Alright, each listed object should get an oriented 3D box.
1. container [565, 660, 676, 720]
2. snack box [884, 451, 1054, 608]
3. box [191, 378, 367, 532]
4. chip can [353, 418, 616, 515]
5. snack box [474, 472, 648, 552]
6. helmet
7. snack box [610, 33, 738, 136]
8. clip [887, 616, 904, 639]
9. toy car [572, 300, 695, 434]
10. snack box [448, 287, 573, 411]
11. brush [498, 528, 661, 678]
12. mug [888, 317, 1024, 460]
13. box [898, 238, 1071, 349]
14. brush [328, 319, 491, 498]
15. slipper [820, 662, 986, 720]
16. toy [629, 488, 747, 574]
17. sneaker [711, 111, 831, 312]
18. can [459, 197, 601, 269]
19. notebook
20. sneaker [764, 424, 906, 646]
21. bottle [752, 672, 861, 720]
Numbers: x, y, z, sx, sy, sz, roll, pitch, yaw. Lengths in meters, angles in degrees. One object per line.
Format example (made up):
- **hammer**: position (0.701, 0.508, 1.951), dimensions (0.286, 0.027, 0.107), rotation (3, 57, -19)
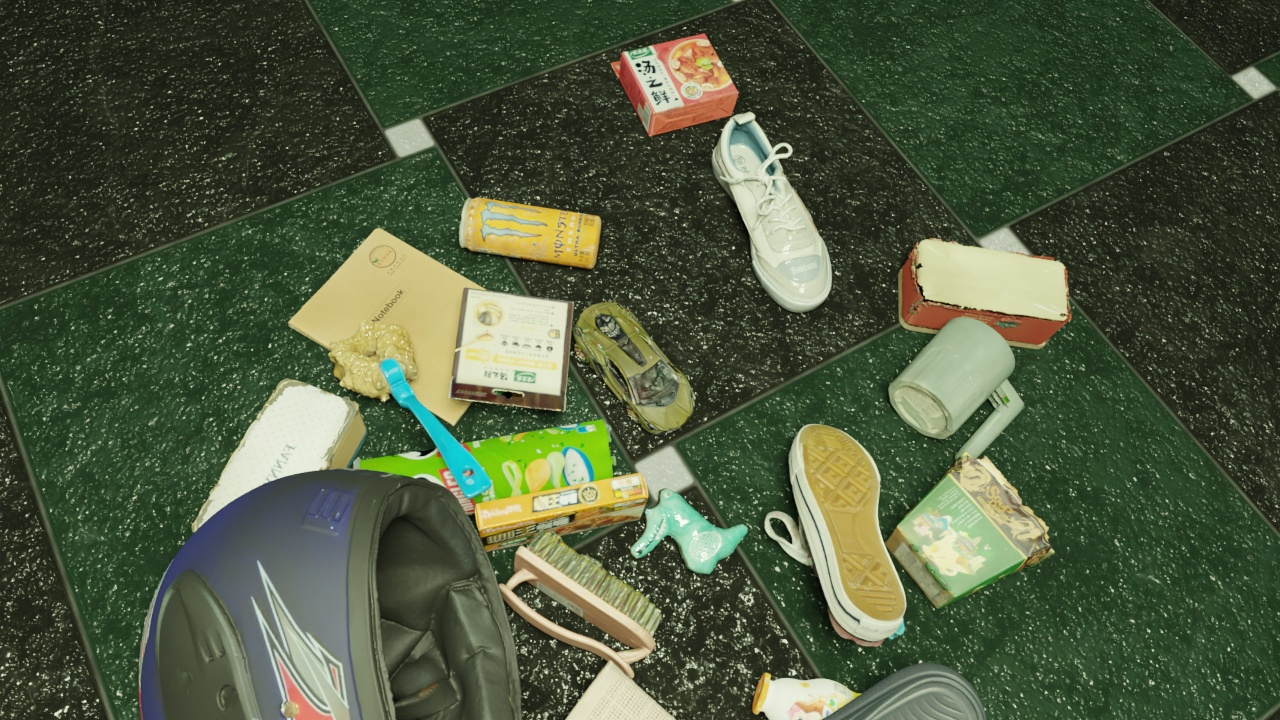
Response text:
- **container**: position (-0.012, 0.320, 0.750), dimensions (0.111, 0.090, 0.089), rotation (36, 65, 9)
- **snack box**: position (0.296, 0.165, 0.856), dimensions (0.105, 0.117, 0.118), rotation (-33, 68, -7)
- **box**: position (-0.330, 0.112, 0.843), dimensions (0.090, 0.059, 0.183), rotation (21, 65, 6)
- **chip can**: position (-0.141, 0.107, 0.855), dimensions (0.236, 0.072, 0.072), rotation (-9, 64, -11)
- **snack box**: position (-0.072, 0.140, 0.842), dimensions (0.153, 0.075, 0.026), rotation (-10, 65, -11)
- **helmet**: position (-0.236, 0.243, 0.684), dimensions (0.241, 0.247, 0.315), rotation (-22, 70, 15)
- **snack box**: position (0.040, -0.346, 1.119), dimensions (0.113, 0.044, 0.127), rotation (-19, 66, -15)
- **clip**: position (0.235, 0.230, 0.857), dimensions (0.014, 0.043, 0.056), rotation (3, 62, -7)
- **toy car**: position (-0.006, 0.006, 0.939), dimensions (0.070, 0.042, 0.158), rotation (-35, 74, -20)
- **snack box**: position (-0.128, -0.005, 0.915), dimensions (0.113, 0.053, 0.125), rotation (7, 67, -9)
- **brush**: position (-0.051, 0.217, 0.813), dimensions (0.145, 0.063, 0.072), rotation (32, 60, 9)
- **mug**: position (0.329, 0.034, 0.942), dimensions (0.103, 0.084, 0.124), rotation (-40, 98, -21)
- **box**: position (0.374, -0.078, 0.996), dimensions (0.168, 0.080, 0.091), rotation (9, 63, -2)
- **brush**: position (-0.212, 0.041, 0.850), dimensions (0.083, 0.046, 0.254), rotation (-27, 48, -26)
- **slipper**: position (0.158, 0.341, 0.713), dimensions (0.268, 0.083, 0.110), rotation (-39, 84, 1)
- **toy**: position (0.039, 0.165, 0.868), dimensions (0.096, 0.030, 0.092), rotation (-42, 69, -15)
- **sneaker**: position (0.151, -0.171, 1.016), dimensions (0.089, 0.091, 0.242), rotation (-17, 66, -13)
- **can**: position (-0.117, -0.137, 0.989), dimensions (0.146, 0.058, 0.058), rotation (8, 62, -1)
- **notebook**: position (-0.236, -0.040, 0.956), dimensions (0.208, 0.008, 0.147), rotation (30, 64, 9)
- **sneaker**: position (0.178, 0.163, 0.852), dimensions (0.118, 0.088, 0.240), rotation (11, 40, -13)
- **bottle**: position (0.152, 0.305, 0.787), dimensions (0.108, 0.063, 0.063), rotation (20, 63, 5)
